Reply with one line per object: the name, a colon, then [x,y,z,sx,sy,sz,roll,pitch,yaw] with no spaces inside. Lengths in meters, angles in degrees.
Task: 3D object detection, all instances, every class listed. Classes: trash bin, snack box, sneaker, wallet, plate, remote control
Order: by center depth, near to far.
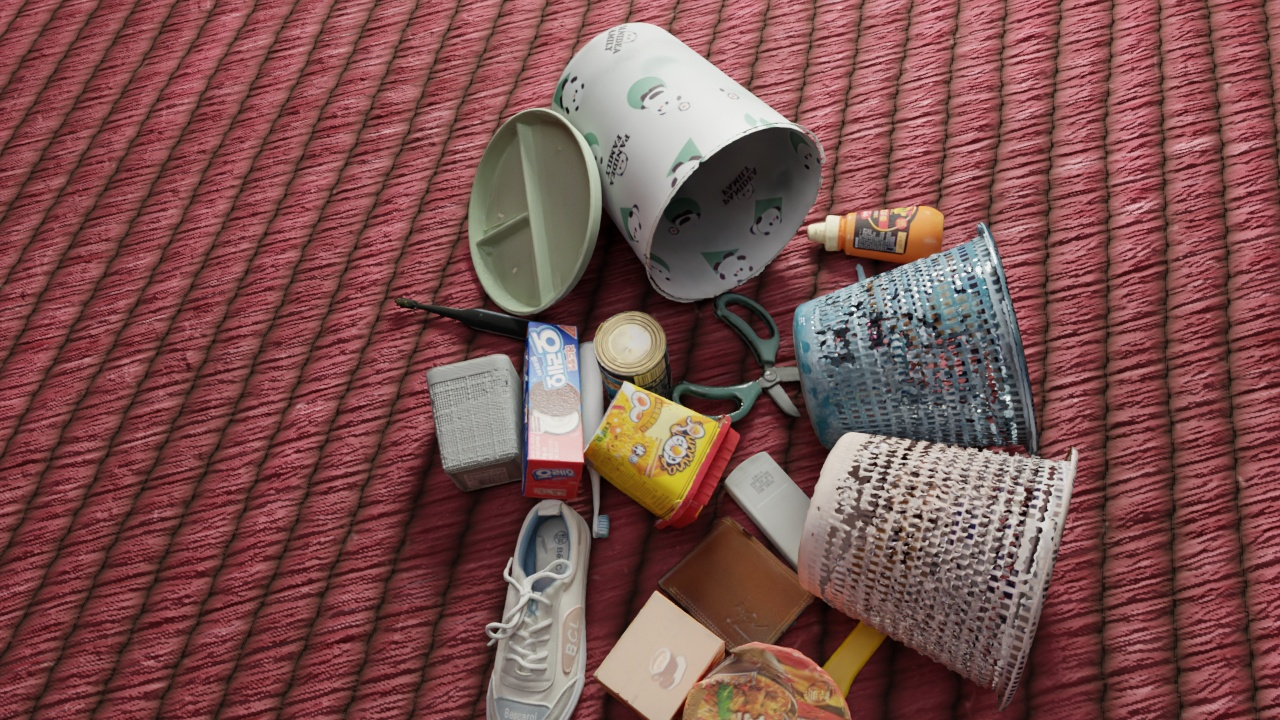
trash bin: [0.250,0.158,0.798,0.192,0.228,0.227,16,65,22]
snack box: [0.020,0.278,0.832,0.077,0.094,0.092,33,70,20]
sneaker: [-0.094,0.247,0.863,0.089,0.091,0.241,4,64,9]
wallet: [0.093,0.224,0.889,0.124,0.032,0.101,40,76,23]
trash bin: [0.260,-0.001,0.896,0.195,0.226,0.226,-12,61,18]
remote control: [0.150,0.160,0.919,0.058,0.021,0.150,-35,65,-13]
snack box: [-0.093,0.045,0.943,0.058,0.057,0.207,4,41,-10]
trash bin: [0.037,-0.232,1.028,0.229,0.230,0.252,-32,58,-10]
plate: [-0.121,-0.165,1.032,0.027,0.231,0.230,-1,52,-45]

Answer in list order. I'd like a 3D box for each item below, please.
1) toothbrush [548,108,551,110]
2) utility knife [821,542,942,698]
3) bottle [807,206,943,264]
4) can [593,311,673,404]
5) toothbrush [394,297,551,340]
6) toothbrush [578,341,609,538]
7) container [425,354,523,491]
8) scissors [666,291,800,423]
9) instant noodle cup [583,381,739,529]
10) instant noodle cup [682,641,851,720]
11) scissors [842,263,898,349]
toothbrush: [-0.028,-0.338,1.195,0.189,0.018,0.014,-5,65,5]
utility knife: [0.222,0.255,0.866,0.033,0.015,0.230,41,75,16]
bottle: [0.265,-0.143,1.043,0.150,0.067,0.066,4,63,16]
can: [-0.006,0.006,0.964,0.075,0.111,0.075,-2,63,5]
toothbrush: [-0.186,-0.048,1.058,0.213,0.027,0.026,13,95,12]
toothbrush: [-0.050,0.082,0.977,0.026,0.027,0.220,-4,63,-1]
container: [-0.167,0.069,0.963,0.090,0.090,0.114,-13,65,0]
scissors: [0.098,0.000,0.997,0.174,0.019,0.169,-13,61,-14]
instant noodle cup: [0.014,0.090,0.904,0.123,0.116,0.116,30,69,-1]
instant noodle cup: [0.111,0.312,0.785,0.138,0.108,0.137,-2,77,11]
scissors: [0.257,-0.051,1.020,0.133,0.017,0.136,7,65,14]
